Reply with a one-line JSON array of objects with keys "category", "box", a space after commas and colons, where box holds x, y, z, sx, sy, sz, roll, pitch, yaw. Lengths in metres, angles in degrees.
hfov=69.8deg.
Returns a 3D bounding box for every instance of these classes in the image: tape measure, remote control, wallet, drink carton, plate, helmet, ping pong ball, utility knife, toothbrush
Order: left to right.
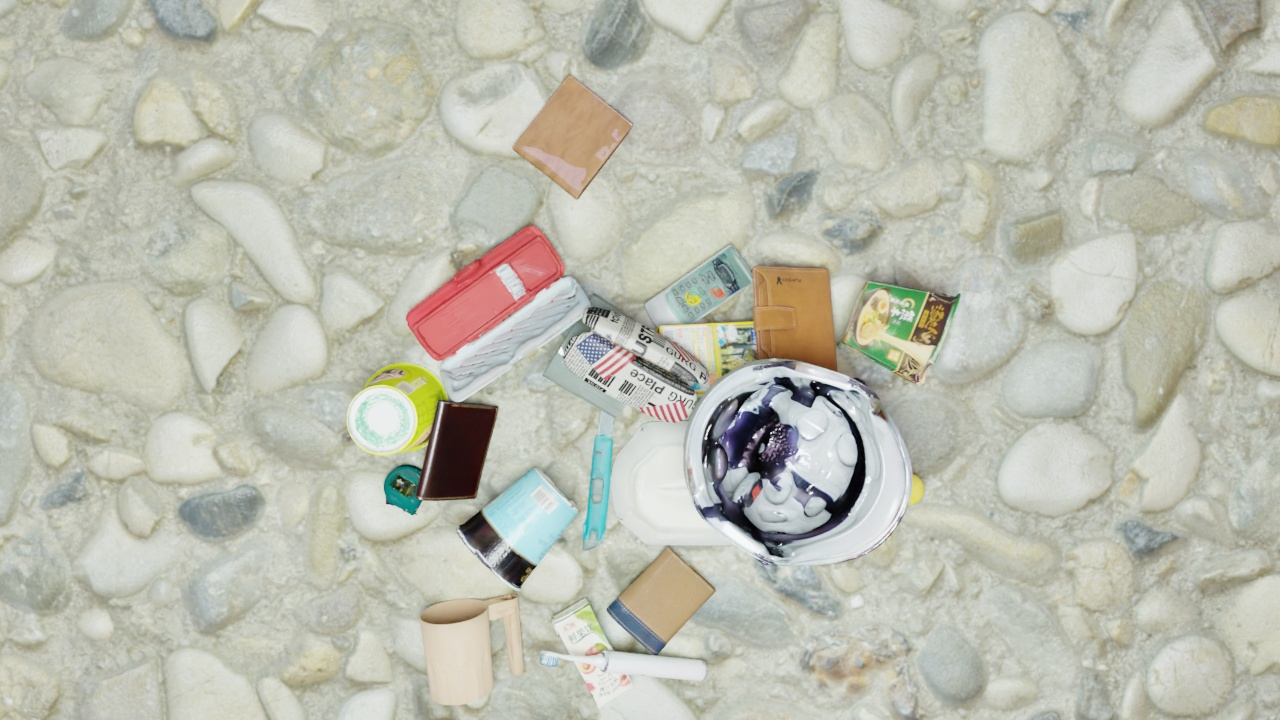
[{"category": "tape measure", "box": [-0.291, 0.158, 1.140, 0.054, 0.025, 0.058, 26, 93, -4]}, {"category": "wallet", "box": [-0.220, 0.110, 1.110, 0.020, 0.096, 0.122, 18, 95, 35]}, {"category": "wallet", "box": [-0.082, -0.270, 1.112, 0.101, 0.020, 0.115, 39, 90, -3]}, {"category": "drink carton", "box": [-0.061, 0.365, 1.151, 0.053, 0.045, 0.122, -29, 96, -10]}, {"category": "utility knife", "box": [-0.052, 0.150, 1.149, 0.029, 0.013, 0.185, 6, 95, -1]}, {"category": "toothbrush", "box": [-0.020, 0.371, 1.124, 0.220, 0.027, 0.026, 13, 67, -23]}, {"category": "wallet", "box": [0.026, 0.302, 1.155, 0.090, 0.033, 0.115, 43, 92, -7]}, {"category": "remote control", "box": [0.072, -0.083, 1.129, 0.135, 0.019, 0.056, -34, 95, 2]}, {"category": "plate", "box": [0.097, 0.156, 1.142, 0.265, 0.034, 0.162, 0, 94, -1]}, {"category": "helmet", "box": [0.164, 0.109, 1.049, 0.258, 0.146, 0.229, 22, 95, -13]}, {"category": "wallet", "box": [0.178, -0.047, 1.105, 0.119, 0.035, 0.130, 1, 81, -21]}, {"category": "ping pong ball", "box": [0.333, 0.160, 1.143, 0.040, 0.040, 0.040, 0, 95, -1]}]

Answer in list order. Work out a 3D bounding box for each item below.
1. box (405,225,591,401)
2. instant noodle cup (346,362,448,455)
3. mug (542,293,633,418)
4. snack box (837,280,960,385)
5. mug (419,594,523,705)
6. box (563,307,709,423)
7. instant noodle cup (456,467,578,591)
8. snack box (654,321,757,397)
[{"category": "box", "box": [-0.170, -0.054, 1.105, 0.201, 0.069, 0.157, -35, 70, 1]}, {"category": "instant noodle cup", "box": [-0.292, 0.063, 1.083, 0.111, 0.123, 0.112, 0, 95, -1]}, {"category": "mug", "box": [-0.044, -0.006, 1.110, 0.103, 0.084, 0.123, 33, 69, -4]}, {"category": "snack box", "box": [0.304, -0.043, 1.096, 0.105, 0.118, 0.117, 21, 94, 7]}, {"category": "mug", "box": [-0.207, 0.355, 1.139, 0.124, 0.084, 0.103, -8, 97, -27]}, {"category": "box", "box": [-0.007, 0.007, 1.052, 0.162, 0.075, 0.086, 29, 106, -9]}, {"category": "instant noodle cup", "box": [-0.142, 0.197, 1.113, 0.111, 0.111, 0.120, 45, 84, -4]}, {"category": "snack box", "box": [0.090, -0.001, 1.109, 0.140, 0.034, 0.087, -4, 81, -10]}]
